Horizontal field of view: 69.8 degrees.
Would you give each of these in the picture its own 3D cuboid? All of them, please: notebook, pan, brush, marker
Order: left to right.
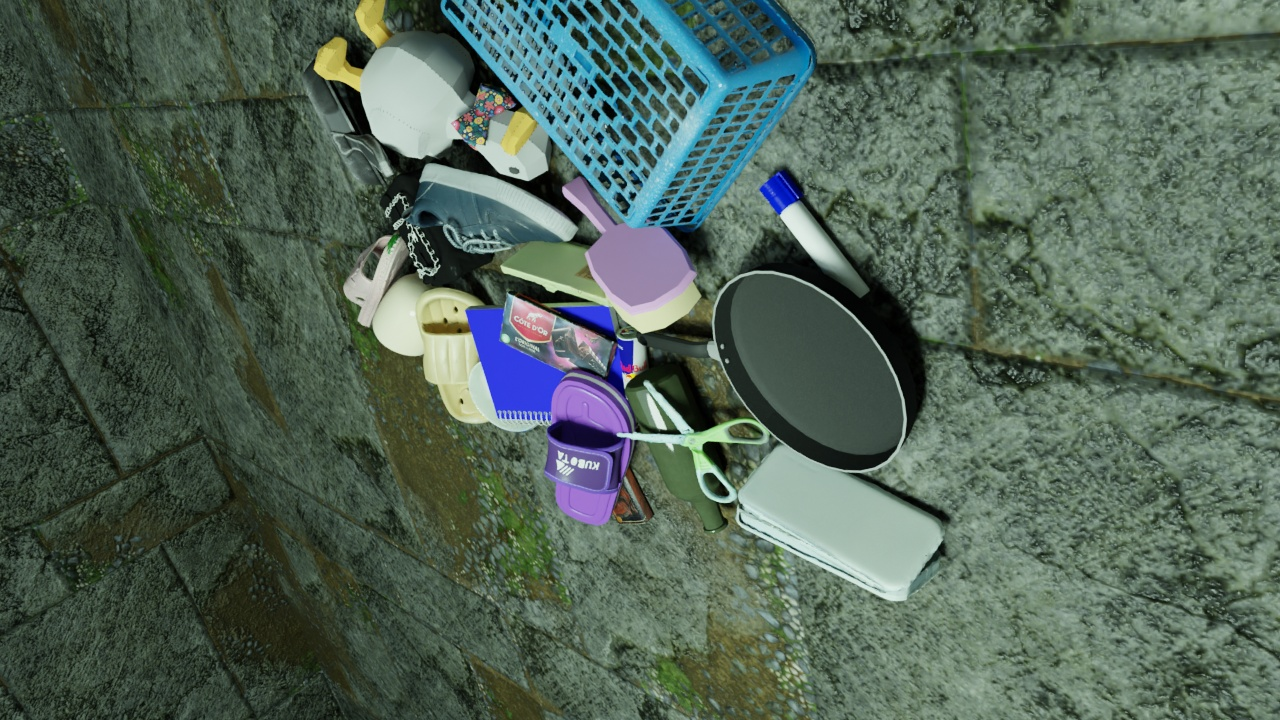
[{"bbox_3d":[-0.359,-0.279,1.153,0.356,0.055,0.187,52,167,56],"label":"pan"},{"bbox_3d":[-0.111,0.008,1.168,0.209,0.022,0.172,0,117,27],"label":"notebook"},{"bbox_3d":[-0.020,-0.119,0.962,0.228,0.089,0.043,53,174,40],"label":"brush"},{"bbox_3d":[0.120,-0.004,0.927,0.357,0.034,0.225,15,134,48],"label":"pan"},{"bbox_3d":[0.158,-0.110,0.824,0.027,0.023,0.133,-40,85,36],"label":"marker"}]

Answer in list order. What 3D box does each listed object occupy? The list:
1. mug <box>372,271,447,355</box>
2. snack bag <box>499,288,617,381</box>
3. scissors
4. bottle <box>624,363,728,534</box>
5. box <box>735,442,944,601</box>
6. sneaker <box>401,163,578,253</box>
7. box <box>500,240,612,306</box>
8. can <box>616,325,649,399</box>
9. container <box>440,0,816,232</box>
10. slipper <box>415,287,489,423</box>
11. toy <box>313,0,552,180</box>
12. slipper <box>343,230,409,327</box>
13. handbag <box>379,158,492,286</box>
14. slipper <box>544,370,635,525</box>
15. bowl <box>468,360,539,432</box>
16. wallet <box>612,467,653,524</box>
[{"bbox_3d":[-0.332,-0.083,1.352,0.100,0.096,0.120,-49,40,34],"label":"mug"},{"bbox_3d":[-0.102,-0.025,1.122,0.155,0.018,0.075,25,125,15],"label":"snack bag"},{"bbox_3d":[0.058,0.095,1.021,0.171,0.024,0.160,1,115,12],"label":"scissors"},{"bbox_3d":[0.051,0.108,1.074,0.072,0.071,0.207,-5,113,51],"label":"bottle"},{"bbox_3d":[0.199,0.180,0.940,0.215,0.122,0.083,29,160,38],"label":"box"},{"bbox_3d":[-0.183,-0.166,1.081,0.236,0.089,0.087,20,87,30],"label":"sneaker"},{"bbox_3d":[-0.062,-0.087,1.059,0.188,0.091,0.083,22,149,42],"label":"box"},{"bbox_3d":[-0.006,0.006,1.094,0.032,0.032,0.095,21,132,39],"label":"can"},{"bbox_3d":[-0.041,-0.304,0.846,0.362,0.089,0.258,50,143,8],"label":"container"},{"bbox_3d":[-0.255,0.013,1.316,0.111,0.079,0.262,-2,134,0],"label":"slipper"},{"bbox_3d":[-0.224,-0.287,1.041,0.267,0.140,0.247,35,164,-12],"label":"toy"},{"bbox_3d":[-0.408,-0.126,1.393,0.064,0.094,0.240,29,149,-11],"label":"slipper"},{"bbox_3d":[-0.291,-0.167,1.219,0.125,0.114,0.154,-14,110,55],"label":"handbag"},{"bbox_3d":[-0.075,0.140,1.167,0.107,0.083,0.267,19,136,11],"label":"slipper"},{"bbox_3d":[-0.171,0.034,1.267,0.118,0.062,0.118,13,124,19],"label":"bowl"},{"bbox_3d":[-0.032,0.167,1.258,0.072,0.019,0.123,-14,106,52],"label":"wallet"}]
